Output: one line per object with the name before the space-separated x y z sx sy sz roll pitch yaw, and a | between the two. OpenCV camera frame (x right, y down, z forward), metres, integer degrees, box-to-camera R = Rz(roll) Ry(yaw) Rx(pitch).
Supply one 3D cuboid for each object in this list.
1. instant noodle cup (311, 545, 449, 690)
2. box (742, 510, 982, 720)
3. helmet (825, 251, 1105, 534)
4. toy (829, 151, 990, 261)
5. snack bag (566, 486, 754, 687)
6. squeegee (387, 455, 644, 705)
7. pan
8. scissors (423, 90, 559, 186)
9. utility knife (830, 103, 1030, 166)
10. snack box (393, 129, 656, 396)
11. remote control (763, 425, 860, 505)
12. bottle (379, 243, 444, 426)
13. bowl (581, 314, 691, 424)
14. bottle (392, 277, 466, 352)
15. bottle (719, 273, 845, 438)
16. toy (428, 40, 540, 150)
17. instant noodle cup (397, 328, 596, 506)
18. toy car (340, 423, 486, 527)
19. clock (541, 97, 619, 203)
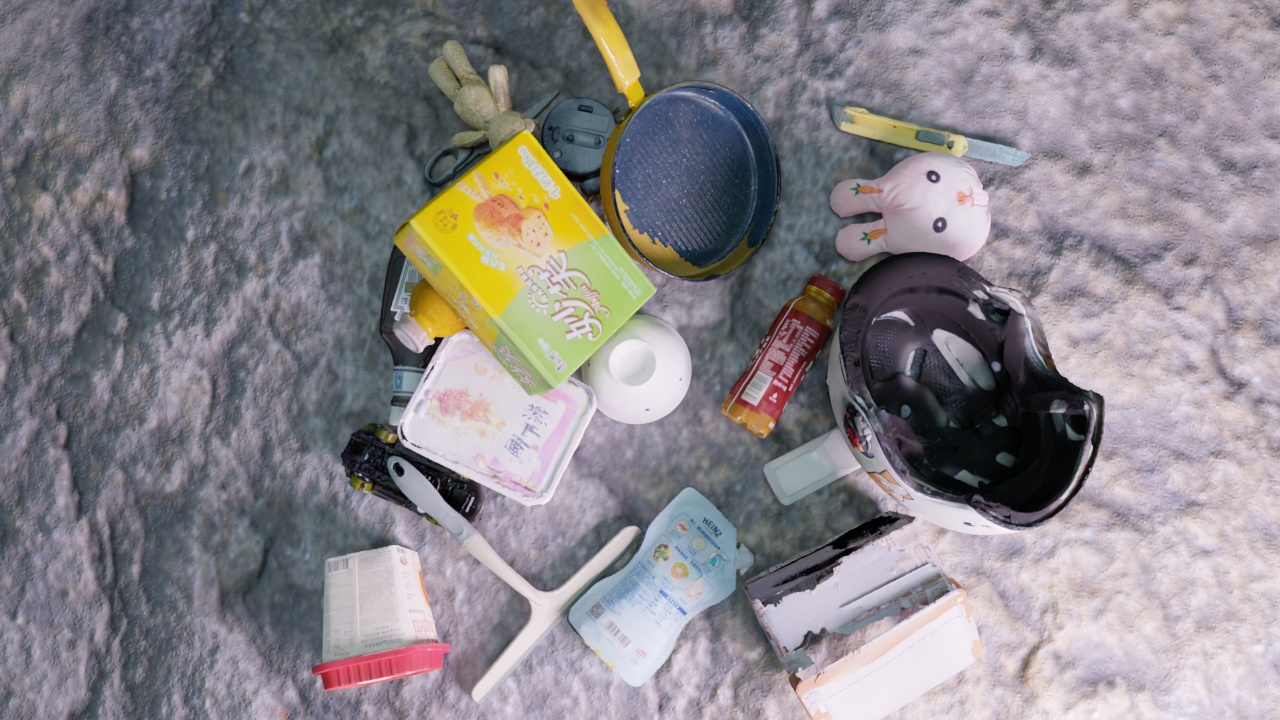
instant noodle cup | -0.262 0.256 0.920 0.116 0.116 0.124 -12 73 1
box | 0.219 0.260 0.871 0.182 0.152 0.174 -27 86 0
helmet | 0.284 0.045 0.881 0.229 0.157 0.274 -37 78 -24
toy | 0.281 -0.153 0.959 0.159 0.054 0.121 -9 83 10
snack bag | 0.024 0.231 0.940 0.110 0.039 0.191 43 86 11
squeegee | -0.165 0.184 0.929 0.246 0.039 0.246 45 88 -5
pan | 0.013 -0.231 0.879 0.197 0.078 0.357 -47 116 -14
scissors | -0.155 -0.237 1.007 0.179 0.014 0.159 -36 83 -2
utility knife | 0.309 -0.239 0.985 0.216 0.022 0.031 15 91 0
snack box | -0.109 -0.093 0.892 0.157 0.070 0.210 -46 103 -25
remote control | 0.191 0.103 0.950 0.125 0.024 0.049 -28 84 -1
bottle | -0.238 -0.027 0.976 0.080 0.044 0.194 5 85 4
bowl | -0.006 0.006 0.949 0.118 0.065 0.118 0 84 2
bottle | -0.174 -0.084 0.937 0.068 0.068 0.189 39 65 6
bottle | 0.150 -0.007 0.945 0.057 0.057 0.175 32 87 6
toy | -0.171 -0.277 0.984 0.157 0.066 0.105 50 116 13
instant noodle cup | -0.145 0.060 0.947 0.173 0.060 0.138 25 77 4
toy car | -0.236 0.123 0.960 0.158 0.042 0.070 28 89 -3
clock | -0.065 -0.221 0.980 0.082 0.055 0.122 13 86 3
